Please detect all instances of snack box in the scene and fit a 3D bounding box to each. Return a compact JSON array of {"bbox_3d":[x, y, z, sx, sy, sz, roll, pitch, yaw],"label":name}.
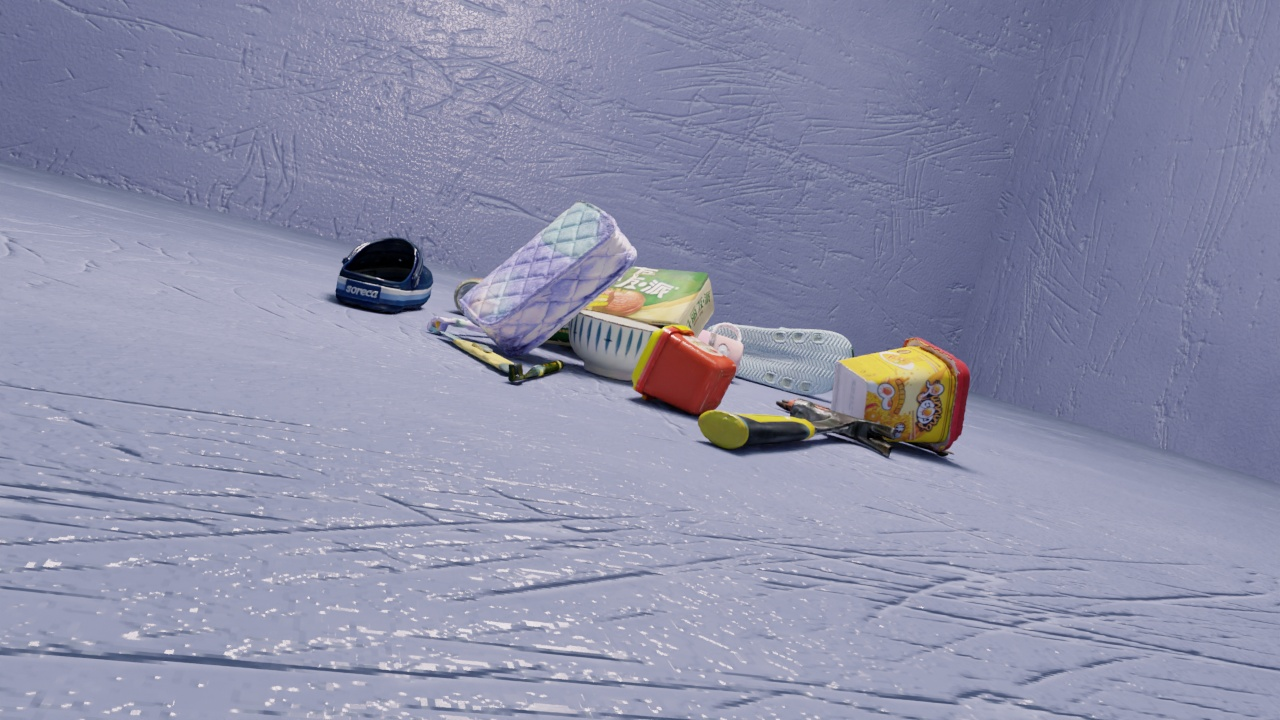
[{"bbox_3d":[0.046,0.014,0.923,0.080,0.082,0.091,30,11,17],"label":"snack box"},{"bbox_3d":[-0.035,-0.068,1.193,0.240,0.063,0.114,8,40,25],"label":"snack box"}]

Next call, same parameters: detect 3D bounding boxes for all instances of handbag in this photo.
[{"bbox_3d":[-0.105,-0.091,1.038,0.075,0.193,0.134,56,-9,-35],"label":"handbag"}]

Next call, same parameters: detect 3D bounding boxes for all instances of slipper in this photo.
[{"bbox_3d":[-0.338,-0.118,1.211,0.105,0.095,0.252,16,8,-4],"label":"slipper"},{"bbox_3d":[0.217,-0.006,1.476,0.246,0.104,0.074,9,2,17],"label":"slipper"}]

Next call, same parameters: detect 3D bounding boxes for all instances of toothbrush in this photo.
[{"bbox_3d":[-0.196,-0.038,1.123,0.029,0.021,0.189,-18,-9,21],"label":"toothbrush"},{"bbox_3d":[-0.100,0.007,0.899,0.012,0.017,0.185,-9,2,8],"label":"toothbrush"}]

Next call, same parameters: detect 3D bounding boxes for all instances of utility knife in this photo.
[{"bbox_3d":[-0.166,-0.008,0.935,0.031,0.021,0.198,18,-2,-33],"label":"utility knife"}]

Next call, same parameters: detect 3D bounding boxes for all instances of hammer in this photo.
[{"bbox_3d":[0.151,0.064,0.879,0.126,0.032,0.322,16,5,30],"label":"hammer"}]

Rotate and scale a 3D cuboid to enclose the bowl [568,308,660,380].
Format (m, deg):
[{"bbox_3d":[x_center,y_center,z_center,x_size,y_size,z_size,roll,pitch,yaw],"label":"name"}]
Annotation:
[{"bbox_3d":[-0.030,-0.015,1.059,0.116,0.066,0.116,14,6,-2],"label":"bowl"}]

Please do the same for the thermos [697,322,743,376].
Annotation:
[{"bbox_3d":[0.054,-0.032,1.371,0.198,0.087,0.067,13,-20,2],"label":"thermos"}]

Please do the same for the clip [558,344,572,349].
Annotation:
[{"bbox_3d":[-0.097,-0.028,1.280,0.026,0.041,0.058,12,0,3],"label":"clip"}]

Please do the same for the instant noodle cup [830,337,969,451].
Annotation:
[{"bbox_3d":[0.293,0.041,1.056,0.123,0.116,0.116,-4,20,-16],"label":"instant noodle cup"}]

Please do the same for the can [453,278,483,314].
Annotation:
[{"bbox_3d":[-0.244,-0.098,1.422,0.058,0.058,0.147,14,5,2],"label":"can"}]

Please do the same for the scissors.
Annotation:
[{"bbox_3d":[0.269,0.081,1.124,0.197,0.015,0.205,14,5,-18],"label":"scissors"}]
